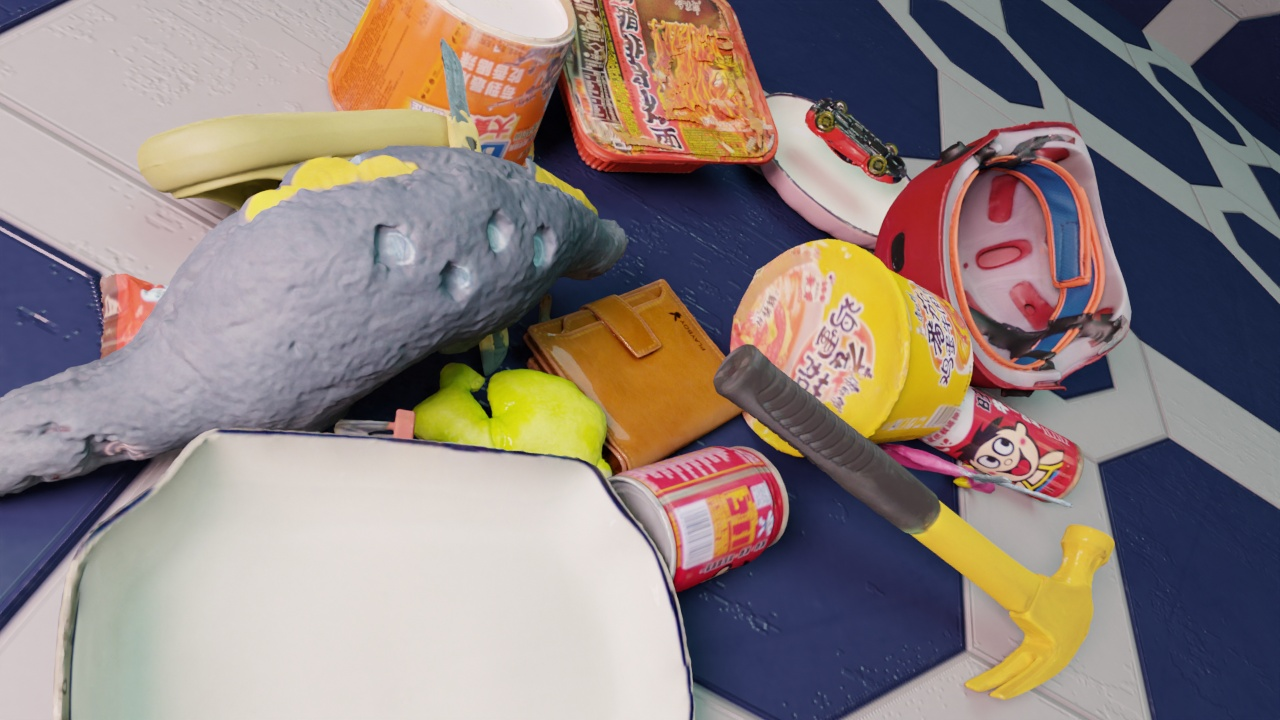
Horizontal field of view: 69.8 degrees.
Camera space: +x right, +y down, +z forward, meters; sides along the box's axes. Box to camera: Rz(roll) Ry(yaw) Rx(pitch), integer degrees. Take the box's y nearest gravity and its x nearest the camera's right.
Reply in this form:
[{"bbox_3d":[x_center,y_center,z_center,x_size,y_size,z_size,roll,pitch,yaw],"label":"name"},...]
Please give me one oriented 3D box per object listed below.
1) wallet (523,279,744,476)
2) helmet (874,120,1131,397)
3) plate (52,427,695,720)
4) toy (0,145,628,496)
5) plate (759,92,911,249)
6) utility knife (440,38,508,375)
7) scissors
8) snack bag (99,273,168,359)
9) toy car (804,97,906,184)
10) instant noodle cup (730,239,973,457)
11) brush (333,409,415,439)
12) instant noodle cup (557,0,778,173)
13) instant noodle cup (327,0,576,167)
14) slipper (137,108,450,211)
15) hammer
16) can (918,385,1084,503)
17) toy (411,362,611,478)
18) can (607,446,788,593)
[{"bbox_3d":[-0.003,0.003,0.569,0.130,0.035,0.119,-25,77,-46],"label":"wallet"},{"bbox_3d":[0.269,-0.072,0.746,0.239,0.144,0.207,-22,96,-32],"label":"helmet"},{"bbox_3d":[-0.072,0.110,0.331,0.265,0.034,0.162,12,58,-52],"label":"plate"},{"bbox_3d":[-0.120,-0.032,0.415,0.355,0.138,0.091,-27,75,-35],"label":"toy"},{"bbox_3d":[0.177,-0.170,0.854,0.192,0.039,0.192,20,43,-20],"label":"plate"},{"bbox_3d":[-0.097,-0.086,0.524,0.030,0.020,0.190,-14,92,-67],"label":"utility knife"},{"bbox_3d":[0.221,0.077,0.626,0.130,0.017,0.133,20,-4,7],"label":"scissors"},{"bbox_3d":[-0.200,-0.015,0.440,0.104,0.026,0.048,5,71,-35],"label":"snack bag"},{"bbox_3d":[0.196,-0.197,0.836,0.106,0.031,0.049,39,41,4],"label":"toy car"},{"bbox_3d":[0.146,-0.003,0.611,0.109,0.138,0.138,7,49,-43],"label":"instant noodle cup"},{"bbox_3d":[-0.104,0.095,0.382,0.069,0.063,0.145,8,49,-13],"label":"brush"},{"bbox_3d":[0.007,-0.215,0.714,0.188,0.079,0.164,-6,74,-33],"label":"instant noodle cup"},{"bbox_3d":[-0.119,-0.206,0.612,0.151,0.112,0.151,20,43,-20],"label":"instant noodle cup"},{"bbox_3d":[-0.174,-0.093,0.503,0.190,0.092,0.081,-19,106,-55],"label":"slipper"},{"bbox_3d":[0.161,0.089,0.530,0.300,0.033,0.128,37,72,-19],"label":"hammer"},{"bbox_3d":[0.267,0.059,0.697,0.132,0.053,0.053,26,42,-14],"label":"can"},{"bbox_3d":[-0.064,0.035,0.482,0.100,0.031,0.096,-24,74,-29],"label":"toy"},{"bbox_3d":[0.027,0.083,0.487,0.093,0.067,0.066,-11,60,-42],"label":"can"}]
